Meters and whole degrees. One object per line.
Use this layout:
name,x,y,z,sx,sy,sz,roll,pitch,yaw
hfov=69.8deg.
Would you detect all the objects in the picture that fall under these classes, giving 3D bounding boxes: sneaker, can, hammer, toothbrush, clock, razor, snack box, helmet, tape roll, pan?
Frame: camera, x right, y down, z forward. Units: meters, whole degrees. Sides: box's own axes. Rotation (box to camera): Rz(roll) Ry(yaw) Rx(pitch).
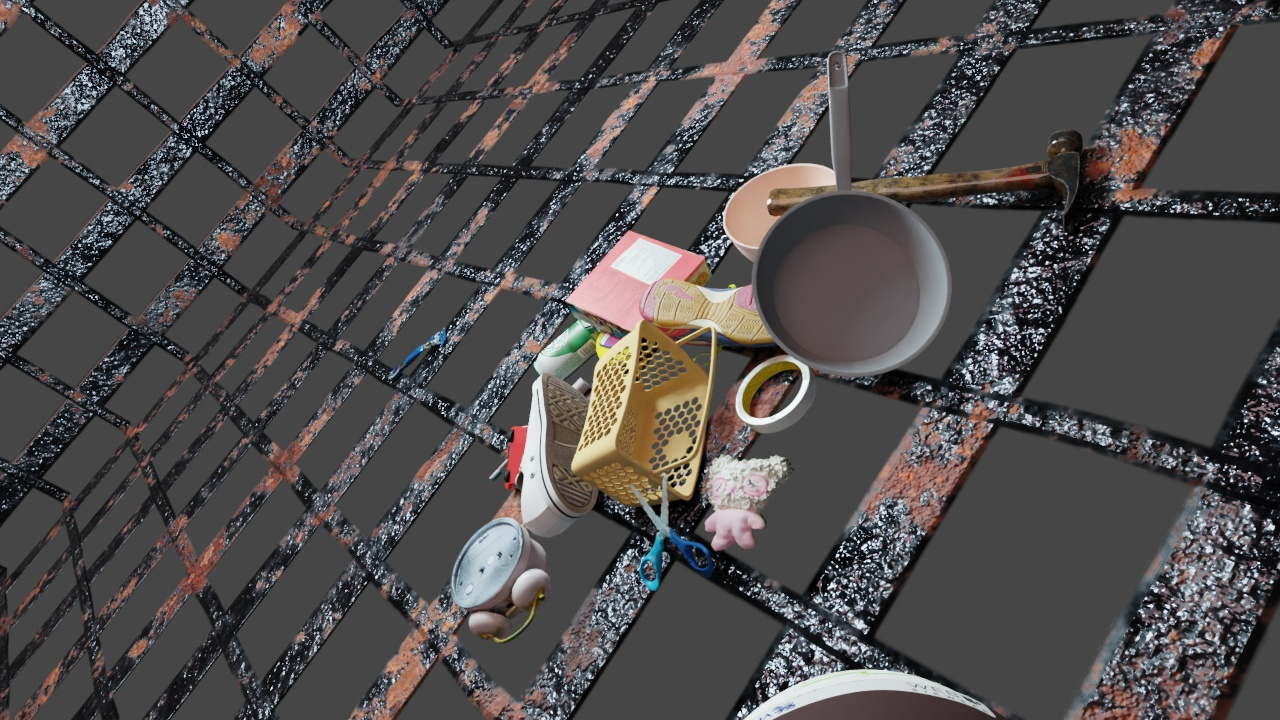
sneaker,0.120,-0.053,1.097,0.242,0.091,0.116,7,64,28
can,-0.100,-0.012,1.300,0.101,0.053,0.053,-40,34,8
hammer,0.296,-0.180,0.995,0.331,0.033,0.119,-1,53,28
toothbrush,-0.141,0.097,1.264,0.188,0.019,0.018,-45,21,1
clock,-0.160,0.261,1.079,0.117,0.059,0.158,-42,34,8
razor,-0.405,-0.008,1.657,0.141,0.018,0.043,-38,35,13
snack box,-0.003,-0.097,1.232,0.145,0.040,0.142,26,66,38
helmet,0.134,0.291,0.509,0.231,0.314,0.236,-39,23,4
tape roll,0.149,0.037,1.012,0.094,0.019,0.093,-29,38,25
sneaker,-0.114,0.123,1.159,0.097,0.091,0.245,-44,34,27
razor,-0.007,0.007,1.139,0.144,0.021,0.044,104,172,-46
pan,0.215,-0.154,0.966,0.201,0.051,0.356,-2,76,4

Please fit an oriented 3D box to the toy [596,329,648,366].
toy,-0.018,-0.029,1.241,0.095,0.041,0.094,-44,39,-5

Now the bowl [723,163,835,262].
bowl,0.183,-0.163,1.118,0.153,0.076,0.152,-14,45,14

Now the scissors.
scissors,0.033,0.179,0.948,0.119,0.014,0.129,4,94,37

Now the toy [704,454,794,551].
toy,0.102,0.143,0.940,0.096,0.041,0.108,-9,55,41

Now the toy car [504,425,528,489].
toy car,-0.158,0.128,1.231,0.038,0.025,0.089,-7,70,26

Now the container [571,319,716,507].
container,0.022,0.059,1.027,0.167,0.129,0.183,-29,37,39
